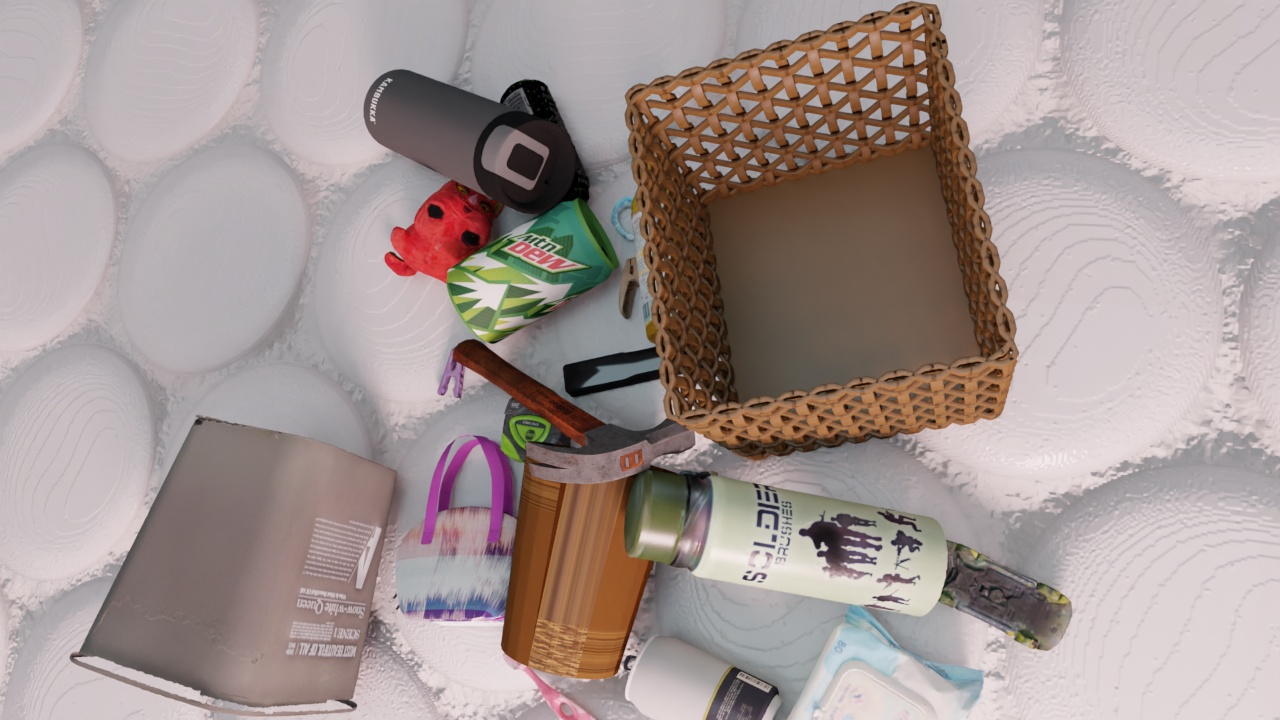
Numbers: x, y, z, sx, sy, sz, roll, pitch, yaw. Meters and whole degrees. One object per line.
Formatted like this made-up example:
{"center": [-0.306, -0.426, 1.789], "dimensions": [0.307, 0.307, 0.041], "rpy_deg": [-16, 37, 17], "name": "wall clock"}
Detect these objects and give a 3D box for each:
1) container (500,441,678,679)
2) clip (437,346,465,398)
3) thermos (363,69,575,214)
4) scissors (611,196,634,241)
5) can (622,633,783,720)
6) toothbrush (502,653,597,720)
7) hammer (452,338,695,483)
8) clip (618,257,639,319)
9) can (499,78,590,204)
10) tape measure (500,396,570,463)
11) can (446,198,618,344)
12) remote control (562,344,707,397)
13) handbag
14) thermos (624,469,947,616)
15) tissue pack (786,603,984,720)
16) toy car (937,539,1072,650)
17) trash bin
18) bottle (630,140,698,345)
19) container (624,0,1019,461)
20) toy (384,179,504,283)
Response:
{"center": [-0.049, 0.163, 0.759], "dimensions": [0.132, 0.132, 0.167], "rpy_deg": [12, 88, 21], "name": "container"}
{"center": [-0.187, 0.014, 0.899], "dimensions": [0.041, 0.014, 0.052], "rpy_deg": [-14, 77, 18], "name": "clip"}
{"center": [-0.168, -0.212, 0.869], "dimensions": [0.240, 0.082, 0.082], "rpy_deg": [30, 89, 40], "name": "thermos"}
{"center": [0.020, -0.103, 0.853], "dimensions": [0.066, 0.015, 0.135], "rpy_deg": [-26, 68, 7], "name": "scissors"}
{"center": [0.045, 0.266, 0.731], "dimensions": [0.127, 0.064, 0.064], "rpy_deg": [20, 85, 22], "name": "can"}
{"center": [-0.069, 0.295, 0.791], "dimensions": [0.135, 0.016, 0.021], "rpy_deg": [34, 91, 23], "name": "toothbrush"}
{"center": [-0.087, 0.031, 0.771], "dimensions": [0.301, 0.110, 0.028], "rpy_deg": [26, 129, 53], "name": "hammer"}
{"center": [-0.008, -0.065, 0.849], "dimensions": [0.039, 0.024, 0.060], "rpy_deg": [-27, 61, 9], "name": "clip"}
{"center": [-0.093, -0.209, 0.893], "dimensions": [0.054, 0.054, 0.137], "rpy_deg": [-27, 71, 12], "name": "can"}
{"center": [-0.095, 0.068, 0.842], "dimensions": [0.066, 0.036, 0.058], "rpy_deg": [9, 72, 24], "name": "tape measure"}
{"center": [-0.100, -0.083, 0.851], "dimensions": [0.144, 0.083, 0.083], "rpy_deg": [-29, 70, 11], "name": "can"}
{"center": [-0.005, 0.005, 0.834], "dimensions": [0.137, 0.015, 0.032], "rpy_deg": [-12, 74, 16], "name": "remote control"}
{"center": [-0.158, 0.152, 0.836], "dimensions": [0.145, 0.068, 0.169], "rpy_deg": [-5, 70, 18], "name": "handbag"}
{"center": [0.103, 0.130, 0.685], "dimensions": [0.231, 0.082, 0.082], "rpy_deg": [11, 81, -6], "name": "thermos"}
{"center": [0.165, 0.284, 0.683], "dimensions": [0.112, 0.070, 0.182], "rpy_deg": [28, 87, 23], "name": "tissue pack"}
{"center": [0.266, 0.176, 0.691], "dimensions": [0.105, 0.033, 0.048], "rpy_deg": [26, 85, 18], "name": "toy car"}
{"center": [-0.342, 0.182, 0.828], "dimensions": [0.198, 0.197, 0.219], "rpy_deg": [8, 74, 20], "name": "trash bin"}
{"center": [0.021, -0.108, 0.819], "dimensions": [0.053, 0.053, 0.186], "rpy_deg": [-12, 72, 16], "name": "bottle"}
{"center": [0.139, -0.074, 0.694], "dimensions": [0.220, 0.214, 0.251], "rpy_deg": [-12, 74, 16], "name": "container"}
{"center": [-0.197, -0.126, 0.918], "dimensions": [0.133, 0.088, 0.093], "rpy_deg": [-30, 30, 32], "name": "toy"}
